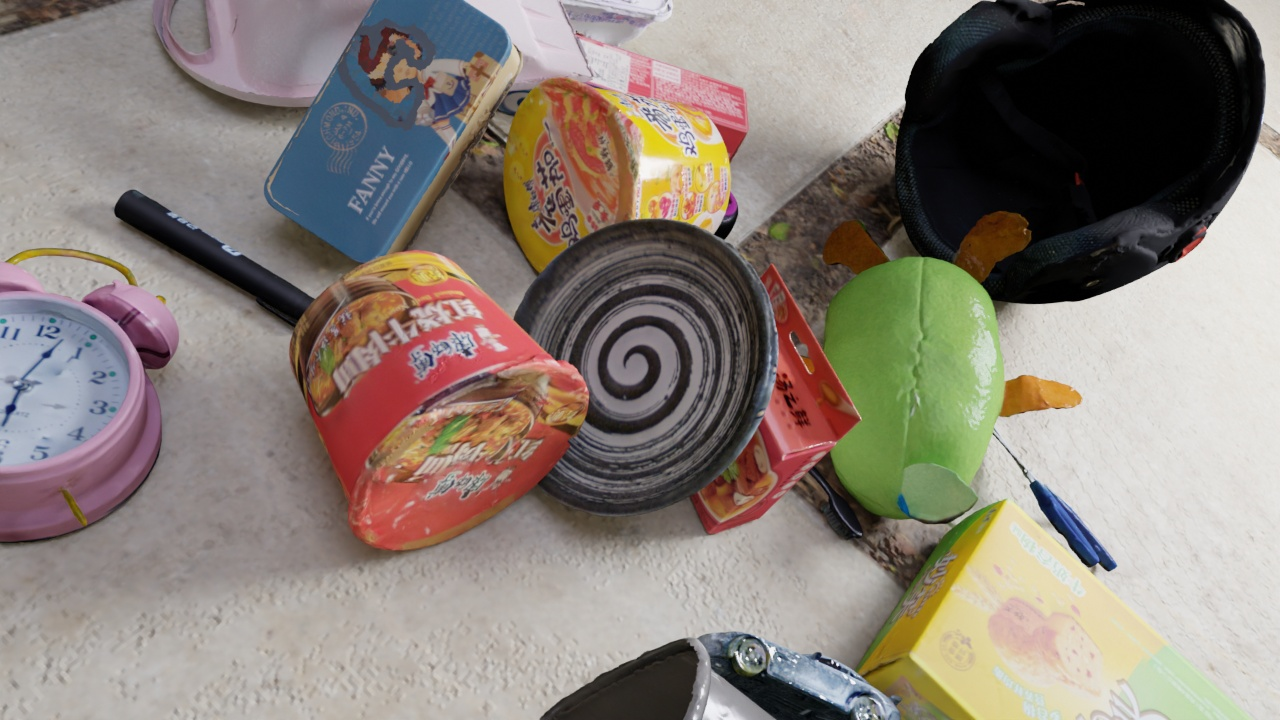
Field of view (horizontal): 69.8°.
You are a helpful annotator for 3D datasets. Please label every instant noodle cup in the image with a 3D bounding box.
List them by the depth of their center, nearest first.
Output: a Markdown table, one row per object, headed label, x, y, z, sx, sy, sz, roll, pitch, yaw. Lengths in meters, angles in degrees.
| label | x | y | z | sx | sy | sz | roll | pitch | yaw |
| --- | --- | --- | --- | --- | --- | --- | --- | --- | --- |
| instant noodle cup | -0.113 | 0.017 | 0.491 | 0.137 | 0.138 | 0.108 | -21 | 58 | -35 |
| instant noodle cup | -0.012 | -0.123 | 0.637 | 0.109 | 0.138 | 0.138 | -13 | 62 | -40 |
| instant noodle cup | -0.057 | -0.352 | 0.825 | 0.137 | 0.061 | 0.173 | 1 | 55 | -24 |

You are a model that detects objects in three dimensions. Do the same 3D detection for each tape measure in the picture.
| label | x | y | z | sx | sy | sz | roll | pitch | yaw |
| --- | --- | --- | --- | --- | --- | --- | --- | --- | --- |
| tape measure | 0.047 | -0.117 | 0.713 | 0.057 | 0.039 | 0.057 | -17 | 65 | -33 |

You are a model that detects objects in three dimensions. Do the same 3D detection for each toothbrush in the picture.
| label | x | y | z | sx | sy | sz | roll | pitch | yaw |
| --- | --- | --- | --- | --- | --- | --- | --- | --- | --- |
| toothbrush | 0.092 | 0.046 | 0.637 | 0.014 | 0.017 | 0.189 | -18 | 62 | -37 |

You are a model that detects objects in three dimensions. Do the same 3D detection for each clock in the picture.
| label | x | y | z | sx | sy | sz | roll | pitch | yaw |
| --- | --- | --- | --- | --- | --- | --- | --- | --- | --- |
| clock | -0.297 | 0.007 | 0.453 | 0.117 | 0.060 | 0.158 | 11 | 51 | -18 |

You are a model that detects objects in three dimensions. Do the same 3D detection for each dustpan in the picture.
| label | x | y | z | sx | sy | sz | roll | pitch | yaw |
| --- | --- | --- | --- | --- | --- | --- | --- | --- | --- |
| dustpan | -0.201 | -0.267 | 0.689 | 0.273 | 0.139 | 0.222 | 9 | 48 | -37 |

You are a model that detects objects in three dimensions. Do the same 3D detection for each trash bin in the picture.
| label | x | y | z | sx | sy | sz | roll | pitch | yaw |
| --- | --- | --- | --- | --- | --- | --- | --- | --- | --- |
| trash bin | 0.038 | 0.258 | 0.347 | 0.220 | 0.200 | 0.198 | 34 | 50 | -7 |

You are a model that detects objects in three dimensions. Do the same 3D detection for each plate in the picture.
| label | x | y | z | sx | sy | sz | roll | pitch | yaw |
| --- | --- | --- | --- | --- | --- | --- | --- | --- | --- |
| plate | -0.003 | 0.003 | 0.537 | 0.024 | 0.180 | 0.179 | 29 | 34 | -58 |

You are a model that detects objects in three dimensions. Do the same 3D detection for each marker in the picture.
| label | x | y | z | sx | sy | sz | roll | pitch | yaw |
| --- | --- | --- | --- | --- | --- | --- | --- | --- | --- |
| marker | -0.252 | -0.060 | 0.550 | 0.132 | 0.020 | 0.022 | 31 | 78 | -2 |

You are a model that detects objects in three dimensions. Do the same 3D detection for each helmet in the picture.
| label | x | y | z | sx | sy | sz | roll | pitch | yaw |
| --- | --- | --- | --- | --- | --- | --- | --- | --- | --- |
| helmet | 0.349 | -0.167 | 0.744 | 0.229 | 0.275 | 0.233 | 4 | 61 | -55 |

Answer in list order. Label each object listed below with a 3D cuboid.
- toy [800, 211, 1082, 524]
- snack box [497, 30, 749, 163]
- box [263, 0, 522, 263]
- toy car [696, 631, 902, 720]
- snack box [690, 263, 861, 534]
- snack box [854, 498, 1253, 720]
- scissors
| label | x | y | z | sx | sy | sz | roll | pitch | yaw |
| --- | --- | --- | --- | --- | --- | --- | --- | --- | --- |
| toy | 0.190 | 0.002 | 0.647 | 0.227 | 0.090 | 0.246 | 5 | 63 | 17 |
| snack box | -0.017 | -0.214 | 0.745 | 0.207 | 0.057 | 0.058 | 13 | 54 | -16 |
| box | -0.155 | -0.143 | 0.573 | 0.090 | 0.059 | 0.184 | 31 | 92 | 0 |
| toy car | 0.085 | 0.180 | 0.506 | 0.120 | 0.054 | 0.036 | 24 | 53 | -5 |
| snack box | 0.060 | 0.026 | 0.558 | 0.044 | 0.127 | 0.113 | -9 | 60 | -30 |
| snack box | 0.250 | 0.210 | 0.550 | 0.210 | 0.070 | 0.157 | 43 | 50 | 10 |
| scissors | 0.287 | 0.093 | 0.657 | 0.162 | 0.012 | 0.175 | 42 | 19 | -17 |
